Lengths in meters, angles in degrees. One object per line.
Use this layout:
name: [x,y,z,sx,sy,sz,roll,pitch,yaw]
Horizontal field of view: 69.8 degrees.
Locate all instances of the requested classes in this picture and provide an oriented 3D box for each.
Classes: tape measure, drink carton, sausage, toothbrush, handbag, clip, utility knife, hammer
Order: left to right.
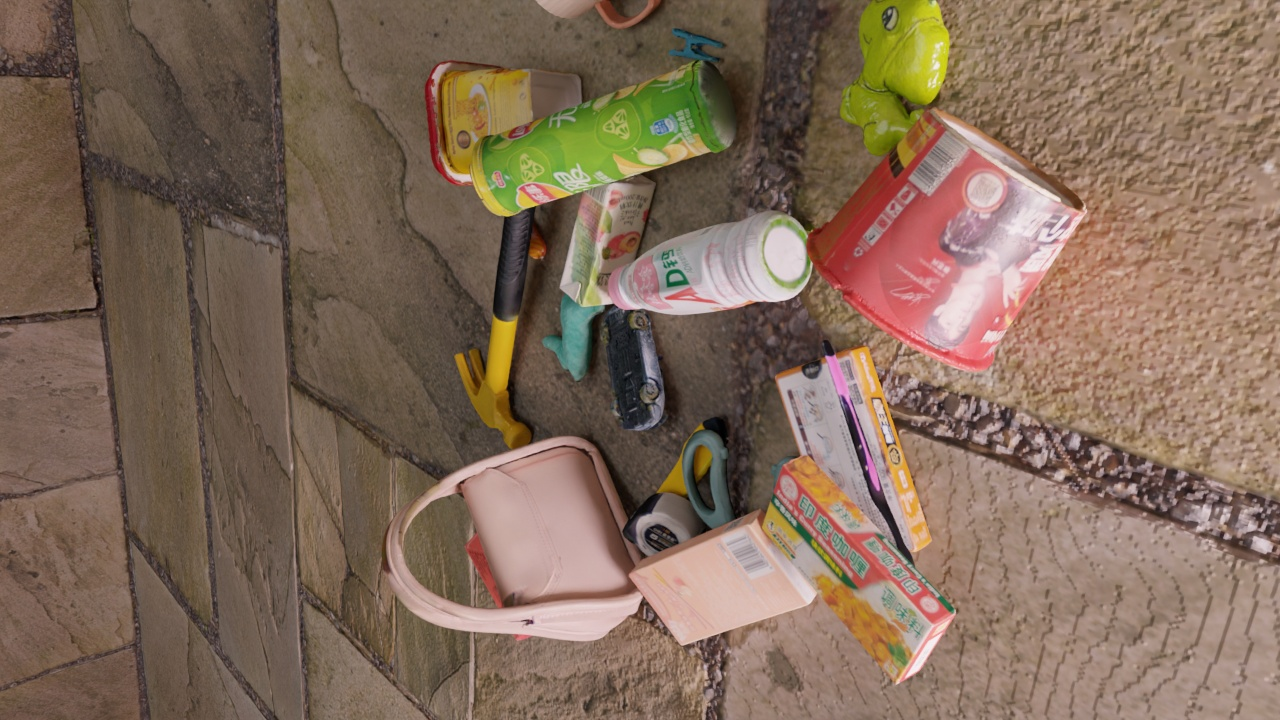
hammer: [-0.142,-0.051,0.964,0.129,0.032,0.301,43,134,33]
sausage: [-0.139,-0.168,0.960,0.165,0.021,0.022,59,135,20]
handbag: [-0.123,0.173,0.857,0.094,0.233,0.193,-57,48,38]
drink carton: [-0.032,-0.112,0.834,0.045,0.053,0.123,40,126,36]
tape measure: [0.026,0.154,0.835,0.066,0.033,0.066,39,132,-2]
utility knife: [0.027,0.125,0.855,0.033,0.015,0.217,55,134,27]
clip: [0.045,-0.255,0.745,0.057,0.014,0.047,31,119,38]
toothbrush: [0.161,0.075,0.658,0.018,0.014,0.189,-26,81,56]

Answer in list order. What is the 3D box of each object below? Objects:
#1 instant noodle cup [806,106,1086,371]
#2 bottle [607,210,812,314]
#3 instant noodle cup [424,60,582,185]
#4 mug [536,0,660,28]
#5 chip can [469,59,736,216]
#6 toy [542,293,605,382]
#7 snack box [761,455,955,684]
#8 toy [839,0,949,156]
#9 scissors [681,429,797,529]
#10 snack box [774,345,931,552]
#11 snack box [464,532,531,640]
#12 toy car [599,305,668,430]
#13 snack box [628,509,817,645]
instant noodle cup: [0.187,-0.076,0.551,0.138,0.137,0.109,49,122,28]
bottle: [0.047,-0.073,0.751,0.197,0.068,0.068,-5,95,51]
instant noodle cup: [-0.124,-0.228,0.872,0.124,0.116,0.116,4,102,35]
mug: [-0.033,-0.335,0.771,0.106,0.081,0.114,-16,117,50]
chip can: [-0.031,-0.179,0.751,0.222,0.072,0.072,-12,90,26]
toy: [-0.068,-0.026,0.913,0.096,0.030,0.092,24,114,48]
snack box: [0.152,0.148,0.665,0.155,0.027,0.077,49,145,35]
toy: [0.171,-0.192,0.610,0.096,0.031,0.100,59,139,19]
scissors: [0.080,0.132,0.788,0.171,0.019,0.177,35,129,25]
snack box: [0.158,0.072,0.691,0.075,0.026,0.153,-23,83,47]
snack box: [-0.100,0.216,0.943,0.044,0.127,0.113,-48,64,25]
toy car: [-0.005,0.005,0.847,0.054,0.036,0.120,-28,69,48]
snack box: [0.067,0.189,0.787,0.158,0.026,0.084,-33,95,42]
